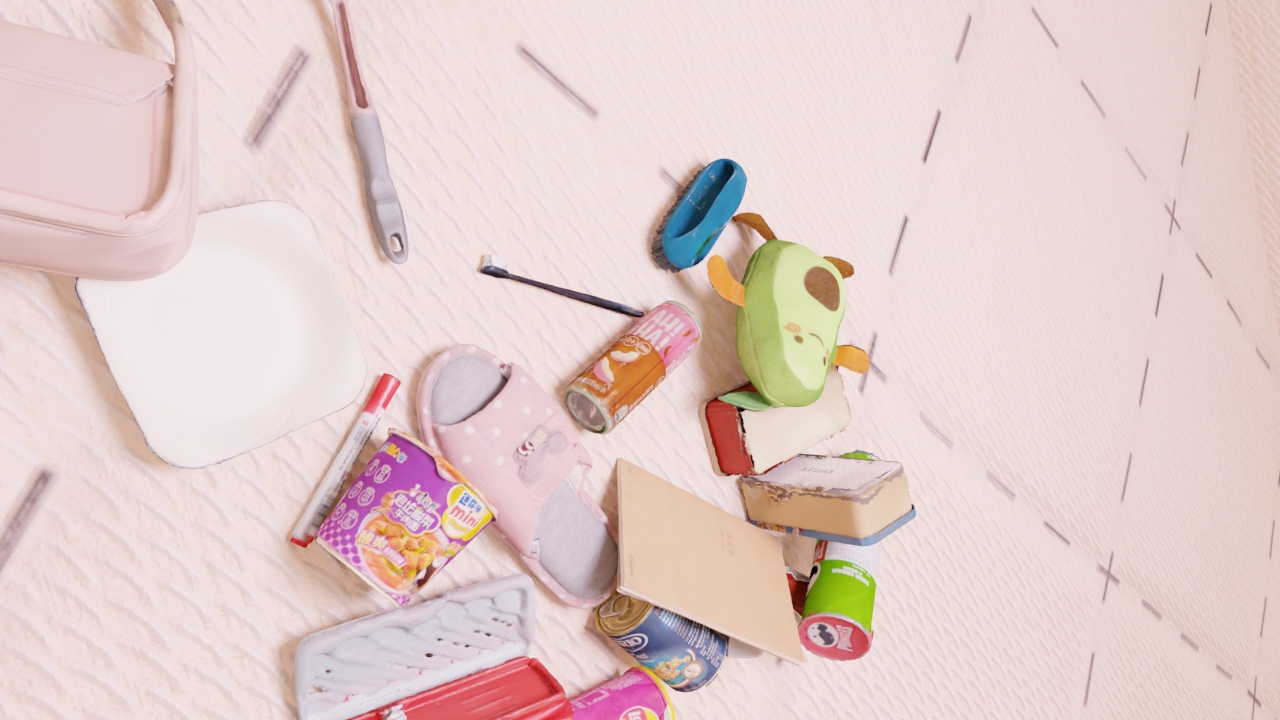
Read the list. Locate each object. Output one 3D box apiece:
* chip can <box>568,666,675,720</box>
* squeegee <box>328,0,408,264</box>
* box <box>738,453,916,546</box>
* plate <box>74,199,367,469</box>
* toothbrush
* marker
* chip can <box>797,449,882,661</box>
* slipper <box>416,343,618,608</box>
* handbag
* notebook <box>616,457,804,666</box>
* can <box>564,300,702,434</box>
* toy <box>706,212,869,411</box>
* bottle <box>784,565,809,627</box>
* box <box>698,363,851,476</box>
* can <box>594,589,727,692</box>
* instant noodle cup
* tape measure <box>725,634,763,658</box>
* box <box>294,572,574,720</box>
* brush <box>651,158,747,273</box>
[{"bbox_3d":[-0.071,0.332,0.775,0.210,0.072,0.071,-12,94,-39],"label":"chip can"},{"bbox_3d":[-0.217,-0.198,0.716,0.247,0.040,0.250,-15,102,-23],"label":"squeegee"},{"bbox_3d":[0.191,0.138,0.932,0.089,0.185,0.060,-21,103,-33],"label":"box"},{"bbox_3d":[-0.289,-0.020,0.646,0.163,0.034,0.164,-26,103,-37],"label":"plate"},{"bbox_3d":[-0.067,-0.065,0.844,0.181,0.016,0.018,16,68,-37],"label":"toothbrush"},{"bbox_3d":[-0.225,0.075,0.703,0.017,0.017,0.145,38,64,-31],"label":"marker"},{"bbox_3d":[0.221,0.200,0.974,0.072,0.072,0.235,53,36,-23],"label":"chip can"},{"bbox_3d":[-0.091,0.105,0.785,0.113,0.055,0.274,-44,114,-32],"label":"slipper"},{"bbox_3d":[-0.363,-0.173,0.557,0.193,0.094,0.233,10,67,-23],"label":"handbag"},{"bbox_3d":[0.063,0.188,0.865,0.211,0.012,0.149,30,33,-25],"label":"notebook"},{"bbox_3d":[-0.005,0.005,0.861,0.147,0.058,0.058,-43,113,-33],"label":"can"},{"bbox_3d":[0.154,-0.049,0.938,0.227,0.090,0.246,27,51,-21],"label":"toy"},{"bbox_3d":[0.116,0.231,0.944,0.206,0.060,0.059,29,69,-34],"label":"bottle"},{"bbox_3d":[0.153,0.060,0.974,0.167,0.076,0.091,-22,99,-38],"label":"box"},{"bbox_3d":[0.021,0.249,0.853,0.111,0.075,0.075,47,60,-27],"label":"can"},{"bbox_3d":[-0.179,0.121,0.685,0.099,0.112,0.111,-49,116,-21],"label":"instant noodle cup"},{"bbox_3d":[0.093,0.273,0.916,0.065,0.066,0.033,7,86,-38],"label":"tape measure"},{"bbox_3d":[-0.152,0.247,0.702,0.201,0.119,0.098,-8,124,-39],"label":"box"},{"bbox_3d":[0.067,-0.150,0.922,0.055,0.074,0.143,44,61,-20],"label":"brush"}]
